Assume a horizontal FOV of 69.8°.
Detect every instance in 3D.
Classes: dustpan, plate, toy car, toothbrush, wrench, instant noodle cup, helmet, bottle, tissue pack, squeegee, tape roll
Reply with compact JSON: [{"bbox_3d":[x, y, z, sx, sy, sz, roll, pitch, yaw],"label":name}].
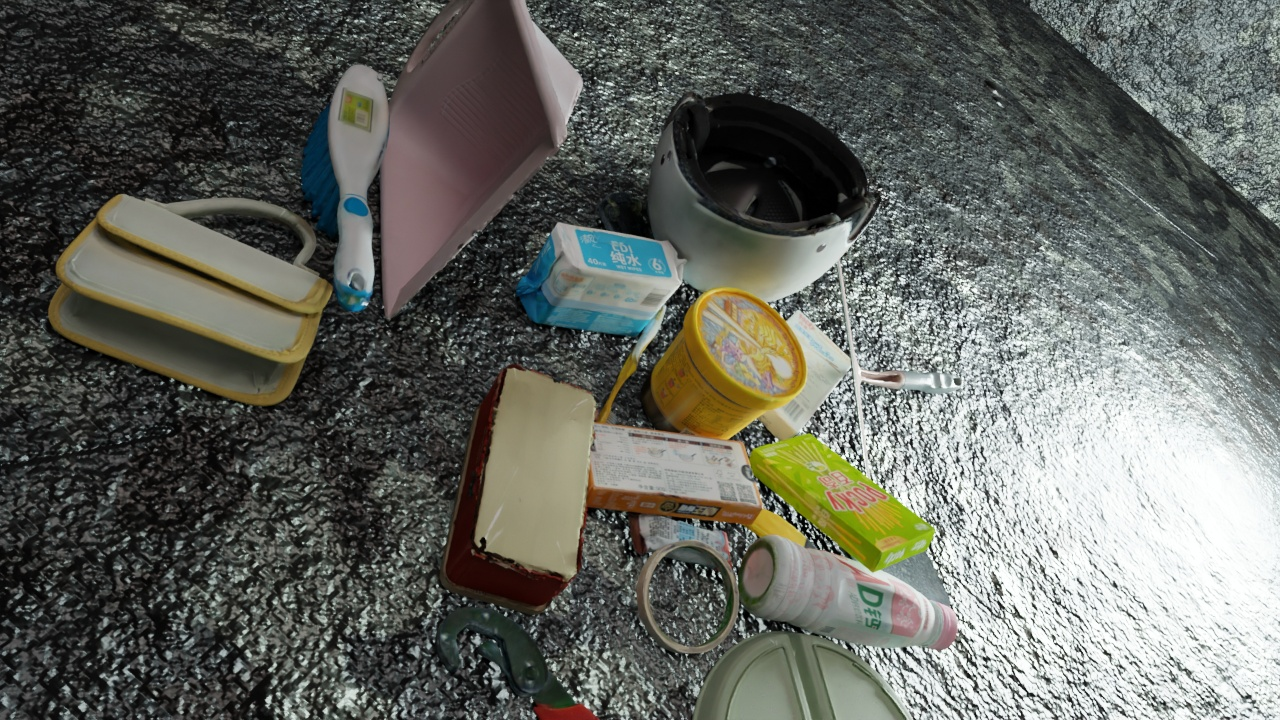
[{"bbox_3d":[-0.162,-0.197,0.764,0.139,0.223,0.272,42,28,-18],"label":"dustpan"},{"bbox_3d":[0.140,0.312,0.690,0.230,0.028,0.229,19,47,-22],"label":"plate"},{"bbox_3d":[-0.011,-0.129,0.942,0.042,0.034,0.090,-23,84,-49],"label":"toy car"},{"bbox_3d":[-0.005,0.005,0.849,0.018,0.016,0.190,43,41,-14],"label":"toothbrush"},{"bbox_3d":[-0.031,0.265,0.613,0.273,0.016,0.056,44,45,4],"label":"wrench"},{"bbox_3d":[0.068,0.015,0.818,0.118,0.115,0.118,20,46,-22],"label":"instant noodle cup"},{"bbox_3d":[0.107,-0.151,0.929,0.230,0.157,0.273,29,34,1],"label":"helmet"},{"bbox_3d":[0.179,0.204,0.775,0.197,0.068,0.068,21,46,-20],"label":"bottle"},{"bbox_3d":[-0.035,-0.073,0.836,0.139,0.090,0.063,6,54,-32],"label":"tissue pack"},{"bbox_3d":[0.288,0.021,1.024,0.249,0.040,0.247,6,74,-44],"label":"squeegee"},{"bbox_3d":[0.038,0.183,0.712,0.085,0.014,0.085,9,69,-25],"label":"tape roll"}]

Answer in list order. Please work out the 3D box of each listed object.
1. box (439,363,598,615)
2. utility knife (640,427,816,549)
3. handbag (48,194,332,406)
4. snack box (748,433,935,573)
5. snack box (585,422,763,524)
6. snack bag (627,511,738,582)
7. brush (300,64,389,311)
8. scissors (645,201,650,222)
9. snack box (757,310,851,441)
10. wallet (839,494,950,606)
[{"bbox_3d":[-0.081,0.088,0.676,0.091,0.080,0.168,21,46,-19],"label":"box"},{"bbox_3d":[0.076,0.121,0.810,0.195,0.015,0.033,36,38,-2],"label":"utility knife"},{"bbox_3d":[-0.306,-0.069,0.664,0.163,0.063,0.178,24,41,-20],"label":"handbag"},{"bbox_3d":[0.178,0.124,0.827,0.085,0.026,0.156,-9,36,-40],"label":"snack box"},{"bbox_3d":[0.023,0.093,0.763,0.153,0.026,0.075,9,39,-20],"label":"snack box"},{"bbox_3d":[0.036,0.150,0.749,0.104,0.026,0.048,16,39,-22],"label":"snack bag"},{"bbox_3d":[-0.233,-0.131,0.727,0.060,0.110,0.313,16,48,-28],"label":"brush"},{"bbox_3d":[0.068,-0.170,1.046,0.132,0.019,0.185,42,41,1],"label":"scissors"},{"bbox_3d":[0.156,0.014,0.949,0.084,0.027,0.156,45,42,5],"label":"snack box"},{"bbox_3d":[0.234,0.189,0.868,0.097,0.019,0.120,-7,61,-37],"label":"wallet"}]
